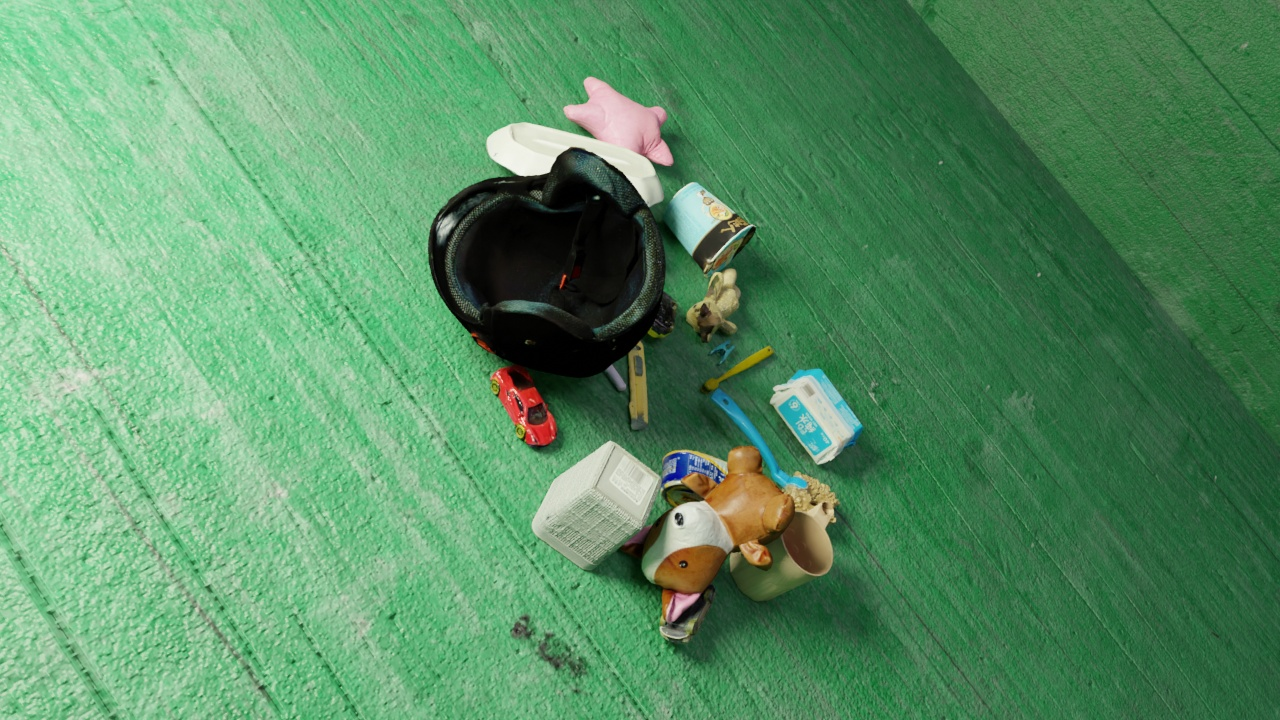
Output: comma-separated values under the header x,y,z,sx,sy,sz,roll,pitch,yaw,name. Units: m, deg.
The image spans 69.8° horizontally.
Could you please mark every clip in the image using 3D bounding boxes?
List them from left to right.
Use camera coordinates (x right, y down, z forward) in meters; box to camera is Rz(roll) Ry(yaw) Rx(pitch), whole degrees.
x,y,z,sx,sy,sz,roll,pitch,yaw,name
0.122,-0.014,1.360,0.040,0.014,0.056,49,41,0,clip

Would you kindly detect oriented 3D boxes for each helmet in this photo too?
x,y,z,sx,sy,sz,roll,pitch,yaw,name
-0.104,-0.099,1.076,0.275,0.230,0.233,17,66,11,helmet

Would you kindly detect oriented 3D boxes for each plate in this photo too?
x,y,z,sx,sy,sz,roll,pitch,yaw,name
-0.086,-0.286,1.311,0.265,0.034,0.161,10,33,-19,plate

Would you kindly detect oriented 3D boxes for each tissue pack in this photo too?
x,y,z,sx,sy,sz,roll,pitch,yaw,name
0.262,0.082,1.367,0.089,0.063,0.140,-27,78,-46,tissue pack

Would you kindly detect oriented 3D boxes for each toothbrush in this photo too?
x,y,z,sx,sy,sz,roll,pitch,yaw,name
-0.073,-0.039,1.211,0.021,0.029,0.189,-33,83,-8,toothbrush
0.145,0.013,1.359,0.189,0.017,0.015,-26,77,-49,toothbrush

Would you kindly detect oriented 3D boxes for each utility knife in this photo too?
x,y,z,sx,sy,sz,roll,pitch,yaw,name
-0.007,0.007,1.238,0.031,0.021,0.206,24,42,-33,utility knife

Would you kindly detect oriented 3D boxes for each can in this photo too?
x,y,z,sx,sy,sz,roll,pitch,yaw,name
0.092,0.164,1.154,0.148,0.075,0.049,26,49,-22,can

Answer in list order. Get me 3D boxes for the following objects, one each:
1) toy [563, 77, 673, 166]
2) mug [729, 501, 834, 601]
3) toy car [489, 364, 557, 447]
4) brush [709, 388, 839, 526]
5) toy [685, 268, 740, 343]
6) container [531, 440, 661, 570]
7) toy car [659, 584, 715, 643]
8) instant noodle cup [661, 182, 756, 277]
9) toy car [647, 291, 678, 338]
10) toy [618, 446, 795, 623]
x,y,z,sx,sy,sz,roll,pitch,yaw,name
-0.034,-0.367,1.454,0.194,0.075,0.178,17,53,-26,toy
0.182,0.235,1.152,0.084,0.104,0.124,48,41,-1,mug
-0.134,0.053,1.080,0.049,0.031,0.106,-18,74,-45,toy car
0.185,0.139,1.266,0.254,0.046,0.082,49,45,-7,brush
0.116,-0.089,1.385,0.156,0.066,0.105,-53,140,-52,toy
-0.045,0.158,1.011,0.090,0.115,0.090,37,43,-11,container
0.055,0.290,1.049,0.090,0.042,0.035,-46,132,-52,toy car
0.099,-0.209,1.428,0.120,0.111,0.111,47,41,10,instant noodle cup
0.024,-0.067,1.305,0.048,0.032,0.105,35,31,-14,toy car
0.079,0.195,1.049,0.140,0.199,0.130,55,-3,39,toy
